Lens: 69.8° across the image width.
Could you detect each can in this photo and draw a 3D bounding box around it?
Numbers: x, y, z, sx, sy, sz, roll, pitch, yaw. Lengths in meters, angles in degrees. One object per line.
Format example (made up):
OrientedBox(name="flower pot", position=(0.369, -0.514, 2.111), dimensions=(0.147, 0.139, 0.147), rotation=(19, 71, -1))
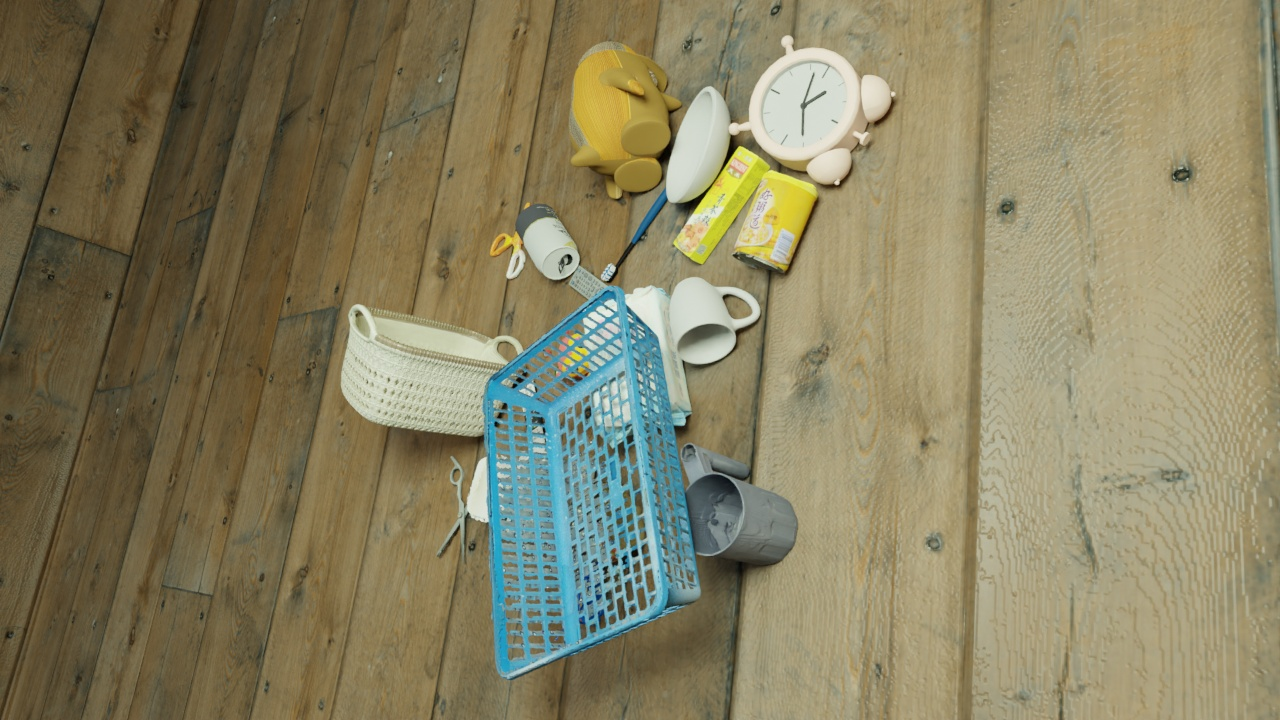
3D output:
OrientedBox(name="can", position=(-0.038, 0.192, 1.083), dimensions=(0.043, 0.086, 0.086), rotation=(-35, 53, 28))
OrientedBox(name="can", position=(0.154, -0.158, 1.051), dimensions=(0.068, 0.067, 0.105), rotation=(22, 90, 45))
OrientedBox(name="can", position=(-0.133, -0.170, 1.327), dimensions=(0.064, 0.064, 0.127), rotation=(-48, 48, 19))

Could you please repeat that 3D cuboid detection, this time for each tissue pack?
OrientedBox(name="tissue pack", position=(-0.007, 0.007, 1.116), dimensions=(0.112, 0.070, 0.181), rotation=(-16, 70, 22))

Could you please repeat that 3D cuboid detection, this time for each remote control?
OrientedBox(name="remote control", position=(-0.056, -0.092, 1.260), dimensions=(0.136, 0.013, 0.033), rotation=(38, 101, 44))
OrientedBox(name="remote control", position=(-0.148, 0.083, 1.281), dimensions=(0.028, 0.011, 0.124), rotation=(-35, 53, 29))

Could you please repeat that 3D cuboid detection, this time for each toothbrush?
OrientedBox(name="toothbrush", position=(-0.001, -0.175, 1.242), dimensions=(0.168, 0.014, 0.014), rotation=(-54, 35, 14))

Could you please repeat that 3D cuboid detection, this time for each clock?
OrientedBox(name="clock", position=(0.200, -0.285, 1.062), dimensions=(0.160, 0.086, 0.131), rotation=(39, 103, 35))

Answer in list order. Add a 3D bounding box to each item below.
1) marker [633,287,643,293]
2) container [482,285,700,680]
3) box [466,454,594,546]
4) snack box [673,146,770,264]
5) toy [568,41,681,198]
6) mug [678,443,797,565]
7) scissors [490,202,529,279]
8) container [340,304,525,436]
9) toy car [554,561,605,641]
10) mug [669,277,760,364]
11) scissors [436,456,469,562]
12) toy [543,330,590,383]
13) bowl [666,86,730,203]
OrientedBox(name="marker", position=(-0.005, -0.031, 1.182), dimensions=(0.025, 0.025, 0.125), rotation=(-5, 71, 42))
OrientedBox(name="container", position=(-0.056, 0.133, 0.987), dimensions=(0.258, 0.089, 0.361), rotation=(-35, 50, 36))
OrientedBox(name="box", position=(-0.151, 0.175, 1.170), dimensions=(0.137, 0.126, 0.108), rotation=(-6, 70, 44))
OrientedBox(name="snack box", position=(0.100, -0.193, 1.143), dimensions=(0.148, 0.029, 0.040), rotation=(-55, 46, 12))
OrientedBox(name="toy", position=(-0.025, -0.347, 1.254), dimensions=(0.199, 0.162, 0.203), rotation=(104, 159, -56))
OrientedBox(name="mug", position=(0.097, 0.151, 0.960), dimensions=(0.084, 0.104, 0.123), rotation=(-39, 51, 26))
OrientedBox(name="scissors", position=(-0.191, -0.181, 1.423), dimensions=(0.126, 0.011, 0.127), rotation=(-27, 59, 35))
OrientedBox(name="container", position=(-0.299, 0.014, 1.298), dimensions=(0.185, 0.245, 0.143), rotation=(33, 106, 49))
OrientedBox(name="toy car", position=(-0.078, 0.293, 1.116), dimensions=(0.062, 0.033, 0.092), rotation=(-11, 67, 33))
OrientedBox(name="mug", position=(0.086, -0.058, 1.087), dimensions=(0.107, 0.071, 0.089), rotation=(-17, 50, 7))
OrientedBox(name="scissors", position=(-0.261, 0.211, 1.338), dimensions=(0.142, 0.014, 0.173), rotation=(-43, 48, 19))
OrientedBox(name="toy", position=(-0.076, -0.001, 1.223), dimensions=(0.084, 0.046, 0.103), rotation=(-47, 55, -10))
OrientedBox(name="bowl", position=(0.080, -0.266, 1.159), dimensions=(0.150, 0.043, 0.149), rotation=(-166, 91, -74))
